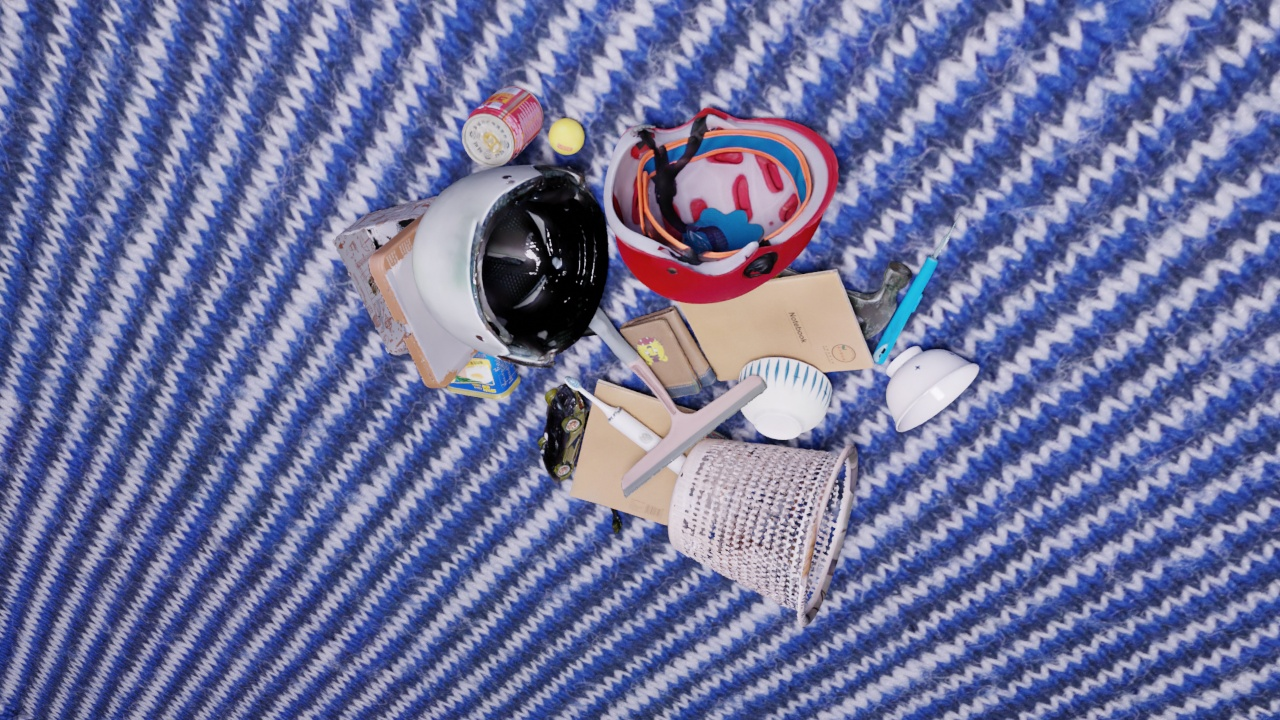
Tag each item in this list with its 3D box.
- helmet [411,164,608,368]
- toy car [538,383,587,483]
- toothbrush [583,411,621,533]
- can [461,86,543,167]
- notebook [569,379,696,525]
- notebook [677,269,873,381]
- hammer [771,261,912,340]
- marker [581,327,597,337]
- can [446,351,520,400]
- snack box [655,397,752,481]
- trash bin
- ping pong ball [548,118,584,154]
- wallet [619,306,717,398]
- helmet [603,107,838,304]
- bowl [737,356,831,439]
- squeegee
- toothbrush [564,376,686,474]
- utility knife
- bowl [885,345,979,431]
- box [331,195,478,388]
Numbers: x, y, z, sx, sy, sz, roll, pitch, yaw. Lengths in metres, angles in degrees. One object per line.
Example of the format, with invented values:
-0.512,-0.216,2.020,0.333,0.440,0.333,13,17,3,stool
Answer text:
-0.157,-0.112,1.029,0.157,0.273,0.230,13,99,19,helmet
-0.109,0.102,1.273,0.042,0.070,0.158,-9,134,-29,toy car
-0.052,0.166,1.320,0.026,0.027,0.213,-3,122,13,toothbrush
-0.153,-0.259,1.019,0.066,0.093,0.067,8,124,11,can
-0.008,0.132,1.259,0.149,0.012,0.212,18,126,3,notebook
0.158,-0.037,1.097,0.208,0.008,0.148,-6,131,33,notebook
0.140,-0.107,1.076,0.323,0.031,0.126,20,126,2,hammer
-0.108,-0.036,1.202,0.132,0.022,0.020,-7,114,21,marker
-0.219,-0.001,1.227,0.102,0.057,0.083,8,129,24,can
0.066,0.118,1.252,0.156,0.026,0.077,29,126,-4,snack box
0.148,0.192,1.146,0.192,0.226,0.228,14,127,23,trash bin
-0.083,-0.253,1.036,0.040,0.040,0.040,8,125,11,ping pong ball
0.035,-0.008,1.171,0.090,0.033,0.115,-15,115,35,wallet
0.082,-0.151,0.975,0.240,0.206,0.144,-12,149,-6,helmet
0.174,0.055,1.133,0.116,0.066,0.117,12,148,8,bowl
-0.007,0.007,1.157,0.248,0.040,0.249,-40,89,26,squeegee
-0.012,0.088,1.208,0.221,0.026,0.026,38,160,-11,toothbrush
0.315,-0.082,1.041,0.018,0.034,0.205,28,126,12,utility knife
0.329,0.022,1.079,0.064,0.118,0.119,55,131,26,bowl
-0.282,-0.075,1.105,0.157,0.193,0.183,-10,117,21,box
